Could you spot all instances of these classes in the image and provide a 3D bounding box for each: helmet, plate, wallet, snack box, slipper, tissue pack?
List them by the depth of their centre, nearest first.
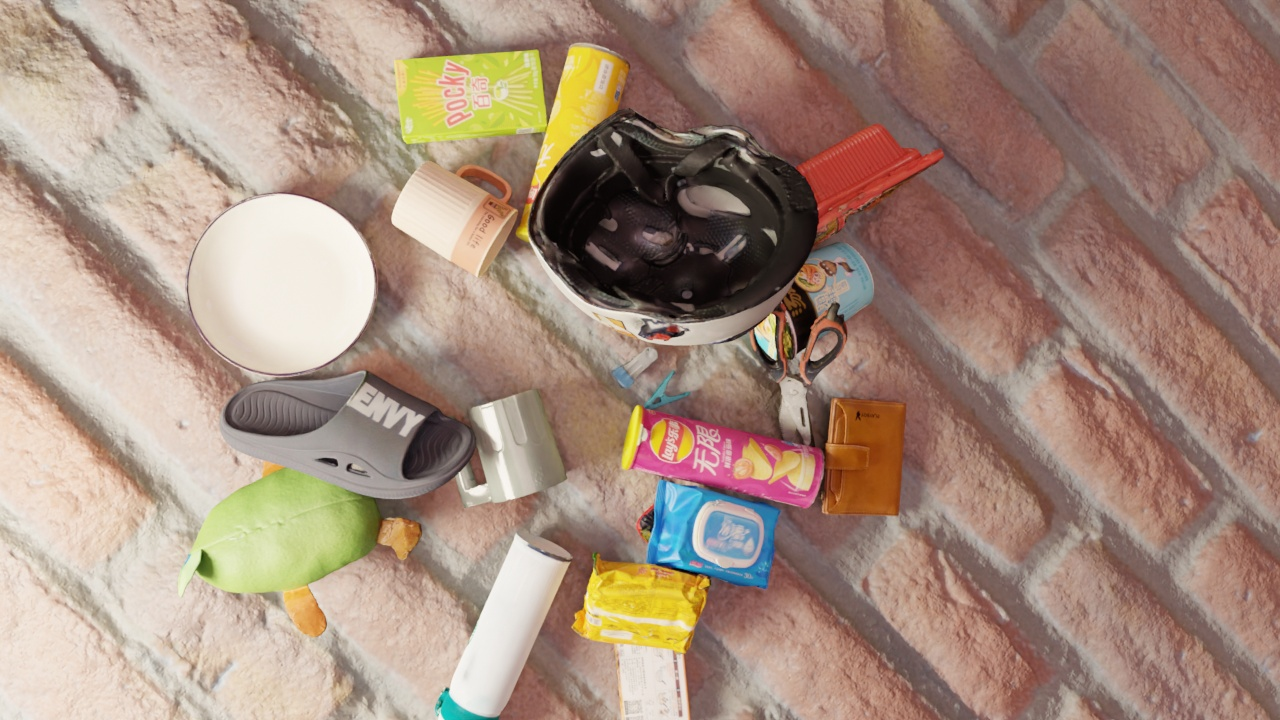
[{"bbox_3d":[0.032,-0.107,0.899,0.274,0.157,0.229,17,66,15],"label":"helmet"},{"bbox_3d":[-0.300,0.062,0.917,0.268,0.083,0.110,11,47,8],"label":"slipper"},{"bbox_3d":[-0.373,-0.078,0.966,0.192,0.039,0.192,0,88,-6],"label":"plate"},{"bbox_3d":[0.081,0.188,0.989,0.157,0.052,0.095,18,76,-22],"label":"tissue pack"},{"bbox_3d":[-0.183,-0.286,0.995,0.156,0.026,0.086,-6,90,-6],"label":"snack box"},{"bbox_3d":[0.011,0.333,1.016,0.075,0.026,0.153,-6,90,-6],"label":"snack box"},{"bbox_3d":[0.244,0.108,1.029,0.119,0.035,0.130,4,90,-29],"label":"wallet"}]

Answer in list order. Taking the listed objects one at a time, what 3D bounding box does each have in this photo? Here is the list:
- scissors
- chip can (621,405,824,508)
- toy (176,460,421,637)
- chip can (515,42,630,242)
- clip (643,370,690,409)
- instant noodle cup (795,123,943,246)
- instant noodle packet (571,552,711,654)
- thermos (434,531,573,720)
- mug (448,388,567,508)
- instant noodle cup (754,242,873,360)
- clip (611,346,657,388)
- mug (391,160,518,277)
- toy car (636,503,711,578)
[{"bbox_3d":[0.172,0.017,0.965,0.201,0.015,0.207,35,129,-21],"label":"scissors"},{"bbox_3d":[0.089,0.106,1.002,0.210,0.071,0.071,13,88,-7],"label":"chip can"},{"bbox_3d":[-0.348,0.168,0.944,0.247,0.090,0.226,-18,68,-1],"label":"toy"},{"bbox_3d":[-0.072,-0.225,0.984,0.072,0.072,0.213,15,89,-6],"label":"chip can"},{"bbox_3d":[0.026,0.040,1.024,0.054,0.013,0.033,-38,93,-5],"label":"clip"},{"bbox_3d":[0.204,-0.178,0.959,0.188,0.165,0.079,-30,92,-16],"label":"instant noodle cup"},{"bbox_3d":[-0.001,0.256,0.964,0.128,0.044,0.111,11,122,-4],"label":"instant noodle packet"},{"bbox_3d":[-0.150,0.298,0.980,0.073,0.073,0.224,24,88,-6],"label":"thermos"},{"bbox_3d":[-0.150,0.095,0.979,0.124,0.083,0.103,-16,91,19],"label":"mug"},{"bbox_3d":[0.184,-0.072,1.001,0.120,0.111,0.111,-28,93,-13],"label":"instant noodle cup"},{"bbox_3d":[-0.004,0.006,1.019,0.058,0.042,0.026,-39,92,-8],"label":"clip"},{"bbox_3d":[-0.189,-0.161,0.973,0.106,0.082,0.114,30,60,-4],"label":"mug"},{"bbox_3d":[0.039,0.206,1.014,0.049,0.031,0.106,-42,99,-22],"label":"toy car"}]
